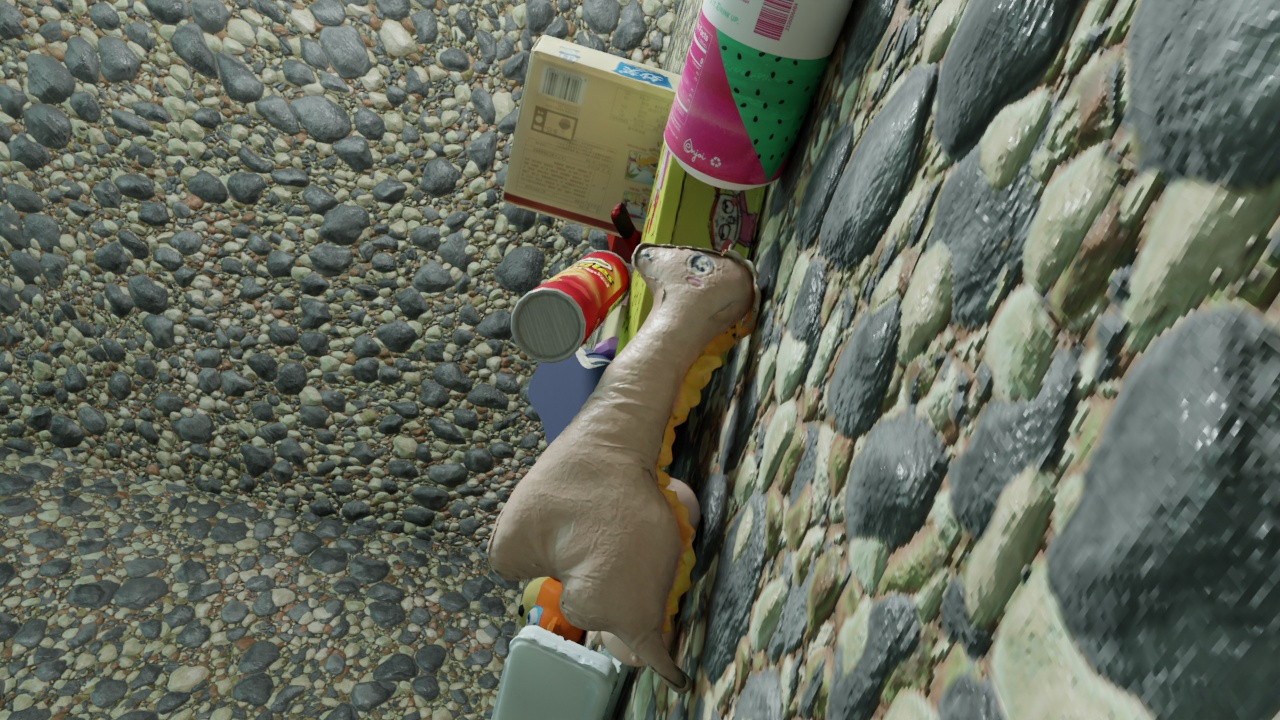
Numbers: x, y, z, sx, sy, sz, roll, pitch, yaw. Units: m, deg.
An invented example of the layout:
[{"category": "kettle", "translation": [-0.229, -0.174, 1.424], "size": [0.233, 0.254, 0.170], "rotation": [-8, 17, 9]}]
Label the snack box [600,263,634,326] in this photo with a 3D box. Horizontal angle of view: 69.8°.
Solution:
[{"category": "snack box", "translation": [0.003, -0.093, 1.081], "size": [0.092, 0.079, 0.095], "rotation": [-84, 10, -51]}]

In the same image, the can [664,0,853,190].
[{"category": "can", "translation": [0.077, -0.199, 0.598], "size": [0.088, 0.088, 0.166], "rotation": [-83, 9, -48]}]

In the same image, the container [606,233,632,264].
[{"category": "container", "translation": [0.022, -0.209, 1.020], "size": [0.200, 0.127, 0.148], "rotation": [-92, 15, -45]}]

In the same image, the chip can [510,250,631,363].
[{"category": "chip can", "translation": [-0.047, -0.046, 0.698], "size": [0.214, 0.052, 0.052], "rotation": [-61, -14, -75]}]

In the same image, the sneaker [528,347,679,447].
[{"category": "sneaker", "translation": [-0.009, 0.059, 0.753], "size": [0.091, 0.118, 0.233], "rotation": [-57, 23, -2]}]

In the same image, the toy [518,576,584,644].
[{"category": "toy", "translation": [-0.107, 0.317, 1.168], "size": [0.175, 0.096, 0.112], "rotation": [-104, 27, -53]}]

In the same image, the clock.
[{"category": "clock", "translation": [-0.010, 0.147, 0.684], "size": [0.161, 0.086, 0.131], "rotation": [166, 117, -76]}]

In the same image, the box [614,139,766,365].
[{"category": "box", "translation": [0.043, -0.102, 0.732], "size": [0.124, 0.083, 0.221], "rotation": [151, 134, -82]}]

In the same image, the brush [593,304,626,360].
[{"category": "brush", "translation": [-0.005, 0.005, 0.896], "size": [0.229, 0.089, 0.043], "rotation": [124, 163, -73]}]

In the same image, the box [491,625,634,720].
[{"category": "box", "translation": [-0.077, 0.302, 0.804], "size": [0.129, 0.105, 0.211], "rotation": [-80, 7, -64]}]

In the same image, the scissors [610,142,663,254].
[{"category": "scissors", "translation": [0.018, -0.105, 0.839], "size": [0.196, 0.015, 0.179], "rotation": [14, -93, -64]}]

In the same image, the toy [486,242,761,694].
[{"category": "toy", "translation": [0.019, 0.052, 0.590], "size": [0.263, 0.196, 0.065], "rotation": [-52, -7, -16]}]

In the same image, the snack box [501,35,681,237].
[{"category": "snack box", "translation": [-0.013, -0.197, 0.862], "size": [0.055, 0.207, 0.154], "rotation": [-81, 7, -56]}]
